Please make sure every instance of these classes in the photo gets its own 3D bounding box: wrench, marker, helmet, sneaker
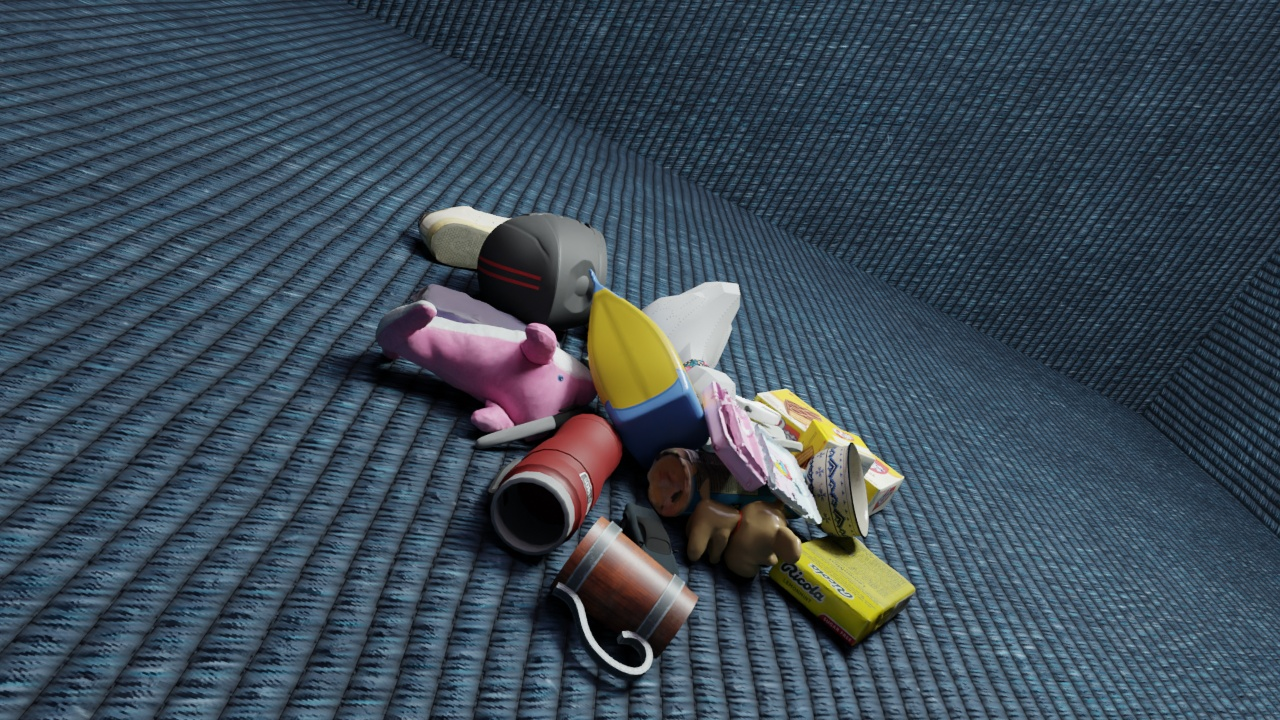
[{"bbox_3d":[0.095,0.034,1.361,0.273,0.018,0.066,28,8,37],"label":"wrench"},{"bbox_3d":[-0.118,0.072,1.005,0.138,0.022,0.016,-14,16,-31],"label":"marker"},{"bbox_3d":[-0.144,-0.126,1.291,0.169,0.164,0.264,8,12,-18],"label":"helmet"},{"bbox_3d":[-0.246,-0.194,1.449,0.241,0.089,0.102,0,27,-46],"label":"sneaker"}]

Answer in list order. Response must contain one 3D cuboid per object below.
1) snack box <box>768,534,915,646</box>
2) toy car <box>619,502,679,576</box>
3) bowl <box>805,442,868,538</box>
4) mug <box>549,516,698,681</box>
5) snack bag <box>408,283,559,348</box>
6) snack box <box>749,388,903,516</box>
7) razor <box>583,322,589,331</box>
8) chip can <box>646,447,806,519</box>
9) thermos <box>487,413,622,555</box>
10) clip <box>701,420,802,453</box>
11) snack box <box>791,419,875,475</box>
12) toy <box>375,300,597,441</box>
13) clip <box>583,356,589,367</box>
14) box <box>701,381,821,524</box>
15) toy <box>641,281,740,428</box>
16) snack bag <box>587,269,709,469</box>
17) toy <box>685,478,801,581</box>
[{"bbox_3d":[0.238,0.258,1.063,0.121,0.045,0.180,37,19,28],"label":"snack box"},{"bbox_3d":[0.010,0.187,0.943,0.046,0.034,0.112,20,23,-24],"label":"toy car"},{"bbox_3d":[0.235,0.160,1.111,0.059,0.115,0.115,-9,9,21],"label":"bowl"},{"bbox_3d":[-0.021,0.212,0.801,0.111,0.082,0.117,36,39,7],"label":"mug"},{"bbox_3d":[-0.193,-0.032,1.160,0.205,0.058,0.096,21,21,-19],"label":"snack bag"},{"bbox_3d":[0.268,0.135,1.364,0.230,0.062,0.109,39,23,27],"label":"snack box"},{"bbox_3d":[-0.053,-0.068,1.435,0.057,0.060,0.156,3,17,5],"label":"razor"},{"bbox_3d":[0.113,0.152,1.105,0.229,0.080,0.080,11,27,-41],"label":"chip can"},{"bbox_3d":[-0.090,0.118,0.923,0.108,0.084,0.198,1,14,13],"label":"thermos"},{"bbox_3d":[0.151,0.120,1.257,0.125,0.092,0.151,12,19,-36],"label":"clip"},{"bbox_3d":[0.251,0.148,1.248,0.083,0.106,0.061,21,20,-21],"label":"snack box"},{"bbox_3d":[-0.168,0.022,1.024,0.265,0.187,0.127,21,63,-24],"label":"toy"},{"bbox_3d":[-0.058,0.007,1.288,0.023,0.035,0.074,19,29,-30],"label":"clip"},{"bbox_3d":[0.132,0.106,1.055,0.154,0.045,0.201,47,11,-12],"label":"box"},{"bbox_3d":[0.058,-0.007,1.265,0.141,0.246,0.268,39,-8,-36],"label":"toy"},{"bbox_3d":[-0.007,0.006,1.100,0.159,0.102,0.205,63,1,-60],"label":"snack bag"},{"bbox_3d":[0.107,0.185,0.991,0.108,0.106,0.134,12,16,-3],"label":"toy"}]
